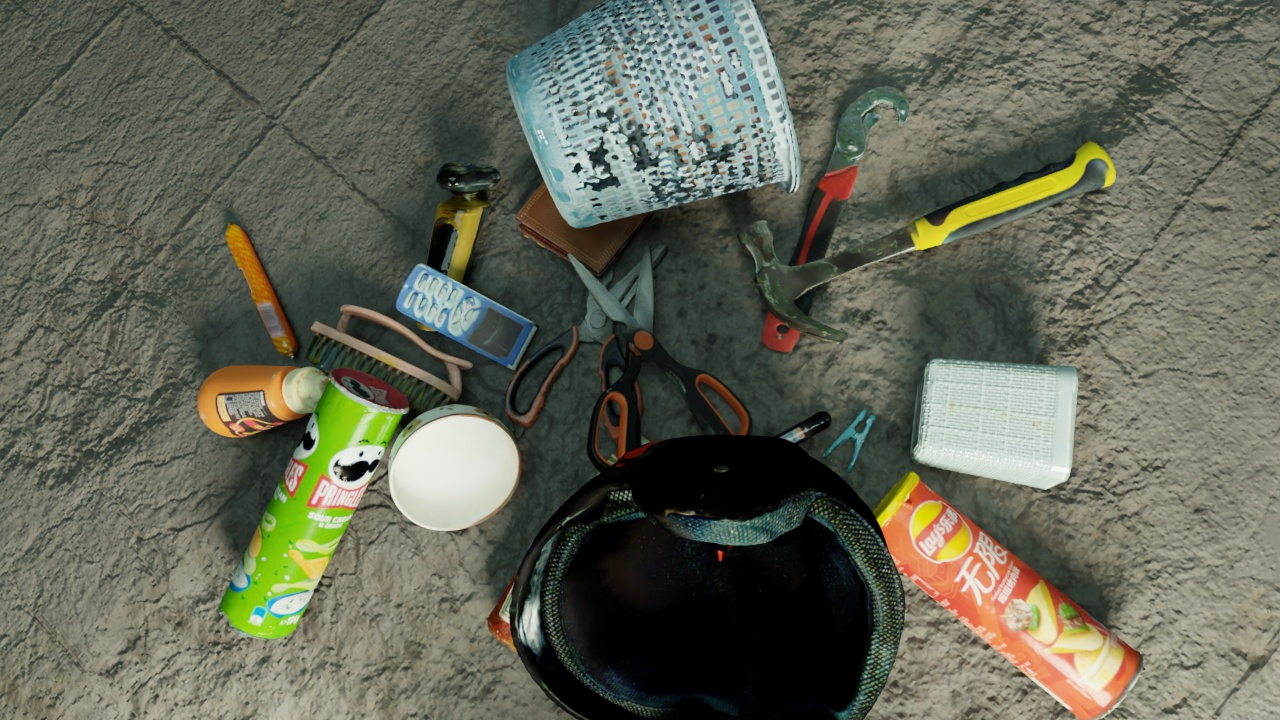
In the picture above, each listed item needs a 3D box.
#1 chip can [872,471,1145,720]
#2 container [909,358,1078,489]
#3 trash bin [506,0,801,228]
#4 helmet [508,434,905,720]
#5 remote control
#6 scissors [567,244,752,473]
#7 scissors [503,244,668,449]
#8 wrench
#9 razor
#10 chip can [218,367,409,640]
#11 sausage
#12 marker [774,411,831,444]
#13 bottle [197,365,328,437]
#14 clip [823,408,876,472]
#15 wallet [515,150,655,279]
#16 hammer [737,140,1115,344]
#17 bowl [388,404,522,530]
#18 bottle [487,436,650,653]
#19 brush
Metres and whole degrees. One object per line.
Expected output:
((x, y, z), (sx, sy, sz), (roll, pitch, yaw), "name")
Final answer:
((0.277, 0.183, 0.720), (0.216, 0.073, 0.073), (40, 86, 14), "chip can")
((0.281, 0.048, 0.743), (0.111, 0.090, 0.090), (8, 78, 13), "container")
((0.002, -0.214, 0.770), (0.195, 0.226, 0.226), (-21, 75, 4), "trash bin")
((0.051, 0.168, 0.679), (0.275, 0.229, 0.233), (-4, 102, 12), "helmet")
((-0.158, -0.040, 0.836), (0.125, 0.024, 0.049), (29, 91, -12), "remote control")
((0.009, 0.007, 0.795), (0.229, 0.022, 0.220), (29, 60, -10), "scissors")
((-0.044, -0.015, 0.843), (0.189, 0.015, 0.226), (-19, 74, 4), "scissors")
((0.173, -0.133, 0.836), (0.056, 0.016, 0.273), (24, 81, 13), "wrench")
((-0.179, -0.108, 0.862), (0.062, 0.067, 0.167), (11, 86, 19), "razor")
((-0.280, 0.124, 0.787), (0.072, 0.072, 0.236), (31, 99, 14), "chip can")
((-0.373, -0.070, 0.900), (0.021, 0.021, 0.165), (-30, 75, 1), "sausage")
((0.111, 0.078, 0.799), (0.124, 0.015, 0.018), (-29, 77, -1), "marker")
((-0.332, 0.032, 0.828), (0.150, 0.066, 0.066), (-8, 75, 30), "bottle")
((0.184, 0.067, 0.790), (0.038, 0.013, 0.055), (35, 86, 14), "clip")
((-0.041, -0.145, 0.857), (0.101, 0.032, 0.124), (34, 74, 14), "wallet")
((0.257, -0.112, 0.800), (0.323, 0.032, 0.126), (-20, 78, -1), "hammer")
((-0.166, 0.086, 0.804), (0.113, 0.113, 0.062), (-41, 31, -2), "bowl")
((-0.053, 0.153, 0.783), (0.060, 0.060, 0.206), (31, 82, 14), "bottle")
((-0.228, 0.002, 0.842), (0.146, 0.063, 0.073), (22, 74, 12), "brush")
